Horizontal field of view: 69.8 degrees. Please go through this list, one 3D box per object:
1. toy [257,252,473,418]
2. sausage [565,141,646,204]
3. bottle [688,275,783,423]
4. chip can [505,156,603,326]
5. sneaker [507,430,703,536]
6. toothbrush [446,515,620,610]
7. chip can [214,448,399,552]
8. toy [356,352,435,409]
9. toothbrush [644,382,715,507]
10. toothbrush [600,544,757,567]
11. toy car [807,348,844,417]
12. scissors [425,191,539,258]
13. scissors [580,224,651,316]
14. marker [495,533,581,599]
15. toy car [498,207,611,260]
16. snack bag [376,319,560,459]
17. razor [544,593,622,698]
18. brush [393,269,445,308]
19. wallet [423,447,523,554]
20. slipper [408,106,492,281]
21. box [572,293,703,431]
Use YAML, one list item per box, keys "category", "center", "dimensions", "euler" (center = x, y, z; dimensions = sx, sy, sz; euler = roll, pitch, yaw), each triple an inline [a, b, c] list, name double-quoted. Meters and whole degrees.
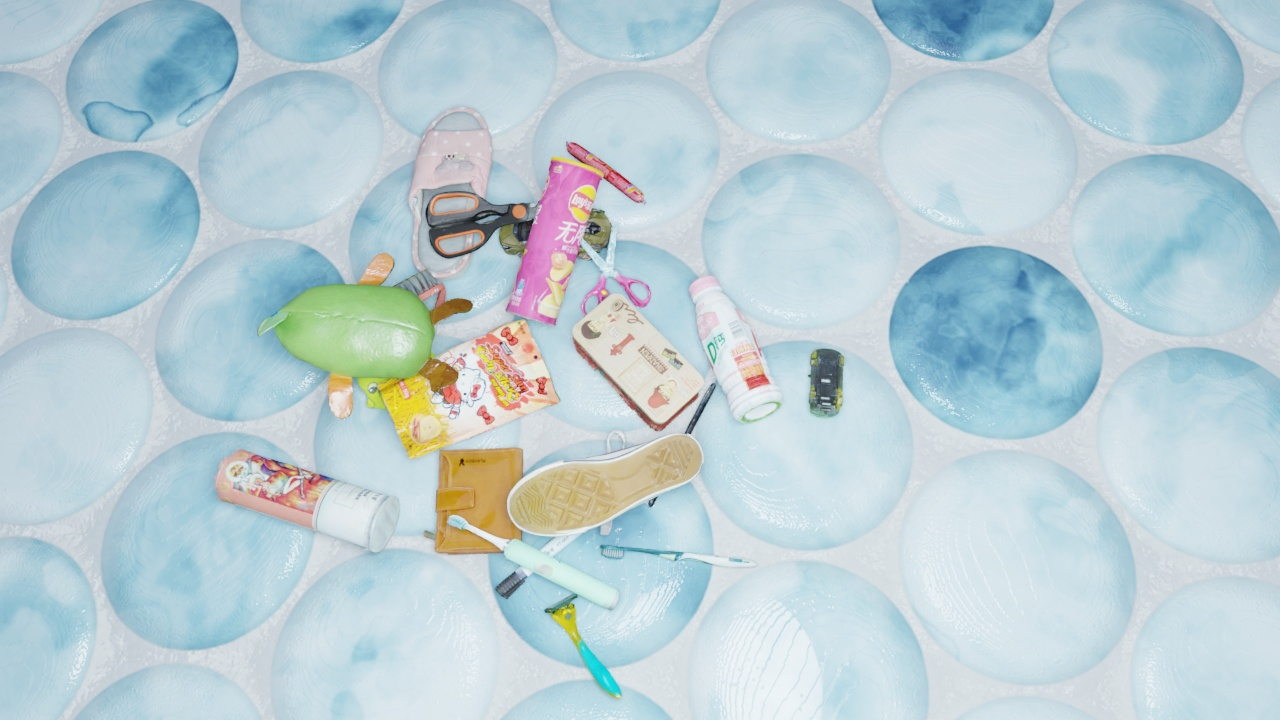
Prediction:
- category: "toy"
  center: [-0.336, -0.035, 1.139]
  dimensions: [0.247, 0.090, 0.226]
  euler: [9, 63, -1]
- category: "sausage"
  center: [-0.049, -0.268, 1.302]
  dimensions: [0.156, 0.020, 0.020]
  euler: [39, 76, 16]
- category: "bottle"
  center: [0.115, -0.018, 1.174]
  dimensions: [0.068, 0.068, 0.196]
  euler: [-21, 66, -5]
- category: "chip can"
  center: [-0.113, -0.154, 1.198]
  dimensions: [0.071, 0.071, 0.210]
  euler: [18, 92, 10]
- category: "sneaker"
  center: [-0.041, 0.148, 1.107]
  dimensions: [0.241, 0.088, 0.118]
  euler: [-19, 83, -8]
- category: "toothbrush"
  center: [-0.127, 0.236, 1.090]
  dimensions: [0.224, 0.027, 0.026]
  euler: [26, 99, 2]
- category: "chip can"
  center: [-0.410, 0.171, 1.129]
  dimensions: [0.215, 0.071, 0.071]
  euler: [15, 71, 10]
- category: "toy"
  center: [-0.320, 0.018, 1.201]
  dimensions: [0.100, 0.031, 0.096]
  euler: [7, 83, -3]
- category: "toothbrush"
  center: [0.050, 0.104, 1.157]
  dimensions: [0.018, 0.016, 0.180]
  euler: [25, 73, 21]
- category: "toothbrush"
  center: [0.045, 0.239, 1.106]
  dimensions: [0.192, 0.016, 0.018]
  euler: [5, 80, 6]
- category: "toy car"
  center: [0.234, 0.029, 1.163]
  dimensions: [0.043, 0.036, 0.091]
  euler: [5, 71, 6]
- category: "scissors"
  center: [-0.174, -0.183, 1.240]
  dimensions: [0.235, 0.022, 0.136]
  euler: [10, 89, -2]
- category: "scissors"
  center: [-0.036, -0.115, 1.228]
  dimensions: [0.125, 0.017, 0.133]
  euler: [10, 89, 0]
- category: "marker"
  center: [-0.120, 0.241, 1.114]
  dimensions: [0.130, 0.018, 0.022]
  euler: [-38, 93, -10]
- category: "toy car"
  center: [-0.118, -0.176, 1.260]
  dimensions: [0.158, 0.042, 0.070]
  euler: [-1, 69, 6]
- category: "snack bag"
  center: [-0.220, 0.037, 1.173]
  dimensions: [0.207, 0.073, 0.128]
  euler: [-24, 78, -12]
- category: "razor"
  center: [-0.062, 0.337, 1.068]
  dimensions: [0.043, 0.028, 0.132]
  euler: [-20, 63, -38]
- category: "brush"
  center: [-0.324, -0.062, 1.222]
  dimensions: [0.145, 0.063, 0.069]
  euler: [-31, 101, -9]
- category: "wallet"
  center: [-0.205, 0.174, 1.139]
  dimensions: [0.119, 0.035, 0.130]
  euler: [-1, 69, -4]
- category: "slipper"
  center: [-0.269, -0.242, 1.286]
  dimensions: [0.114, 0.054, 0.274]
  euler: [3, 71, 4]
- category: "box"
  center: [-0.007, 0.007, 1.171]
  dimensions: [0.091, 0.079, 0.168]
  euler: [-42, 79, -13]
